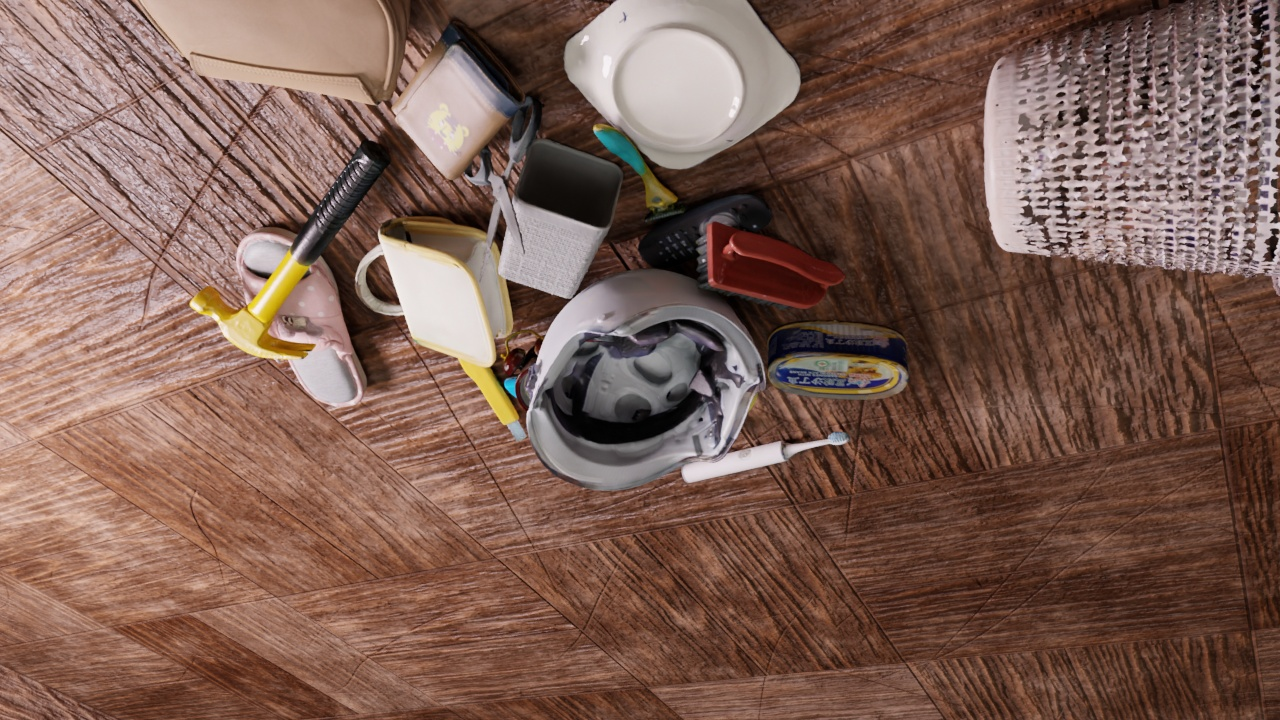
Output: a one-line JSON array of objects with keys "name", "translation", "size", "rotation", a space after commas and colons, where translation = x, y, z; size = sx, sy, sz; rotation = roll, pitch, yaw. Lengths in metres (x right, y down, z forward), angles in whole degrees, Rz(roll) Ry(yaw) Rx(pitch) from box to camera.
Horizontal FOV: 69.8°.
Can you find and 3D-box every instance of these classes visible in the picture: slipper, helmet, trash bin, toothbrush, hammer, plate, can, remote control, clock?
[{"name": "slipper", "translation": [-0.386, -0.034, 1.050], "size": [0.114, 0.054, 0.275], "rotation": [4, 137, 7]}, {"name": "helmet", "translation": [-0.006, 0.006, 0.945], "size": [0.229, 0.145, 0.259], "rotation": [14, 133, -20]}, {"name": "trash bin", "translation": [0.361, -0.158, 0.667], "size": [0.192, 0.226, 0.227], "rotation": [0, 140, 29]}, {"name": "toothbrush", "translation": [0.153, 0.118, 1.138], "size": [0.221, 0.026, 0.026], "rotation": [-17, 142, 27]}, {"name": "hammer", "translation": [-0.343, -0.108, 0.933], "size": [0.129, 0.032, 0.302], "rotation": [40, 121, -13]}, {"name": "plate", "translation": [0.033, -0.232, 0.762], "size": [0.165, 0.034, 0.163], "rotation": [-28, 126, 35]}, {"name": "can", "translation": [0.210, 0.001, 0.978], "size": [0.148, 0.049, 0.075], "rotation": [4, 139, 7]}, {"name": "remote control", "translation": [0.060, -0.127, 0.882], "size": [0.137, 0.024, 0.053], "rotation": [-20, 134, 26]}, {"name": "clock", "translation": [-0.107, 0.014, 1.042], "size": [0.082, 0.055, 0.122], "rotation": [-23, 114, 22]}]

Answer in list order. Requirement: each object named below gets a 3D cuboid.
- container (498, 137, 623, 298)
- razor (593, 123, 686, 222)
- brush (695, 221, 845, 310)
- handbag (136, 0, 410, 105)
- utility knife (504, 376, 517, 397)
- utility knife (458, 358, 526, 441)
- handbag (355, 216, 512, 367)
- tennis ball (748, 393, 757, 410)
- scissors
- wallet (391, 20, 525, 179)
[{"name": "container", "translation": [-0.080, -0.128, 0.862], "size": [0.090, 0.090, 0.115], "rotation": [18, 141, -9]}, {"name": "razor", "translation": [-0.005, -0.173, 0.829], "size": [0.043, 0.028, 0.132], "rotation": [-7, 149, 30]}, {"name": "brush", "translation": [0.125, -0.086, 0.869], "size": [0.145, 0.063, 0.069], "rotation": [12, 158, -32]}, {"name": "handbag", "translation": [-0.281, -0.284, 0.722], "size": [0.204, 0.099, 0.148], "rotation": [10, 146, 0]}, {"name": "utility knife", "translation": [-0.081, 0.025, 1.087], "size": [0.162, 0.018, 0.034], "rotation": [-7, 136, 16]}, {"name": "utility knife", "translation": [-0.180, 0.041, 1.125], "size": [0.033, 0.015, 0.192], "rotation": [-3, 138, 19]}, {"name": "handbag", "translation": [-0.228, -0.082, 0.974], "size": [0.179, 0.063, 0.164], "rotation": [15, 141, 17]}, {"name": "tennis ball", "translation": [0.098, 0.033, 1.025], "size": [0.065, 0.065, 0.066], "rotation": [6, 139, 5]}, {"name": "scissors", "translation": [-0.120, -0.153, 0.798], "size": [0.014, 0.178, 0.159], "rotation": [23, 100, -42]}, {"name": "wallet", "translation": [-0.161, -0.223, 0.797], "size": [0.090, 0.033, 0.116], "rotation": [49, 132, -7]}]
